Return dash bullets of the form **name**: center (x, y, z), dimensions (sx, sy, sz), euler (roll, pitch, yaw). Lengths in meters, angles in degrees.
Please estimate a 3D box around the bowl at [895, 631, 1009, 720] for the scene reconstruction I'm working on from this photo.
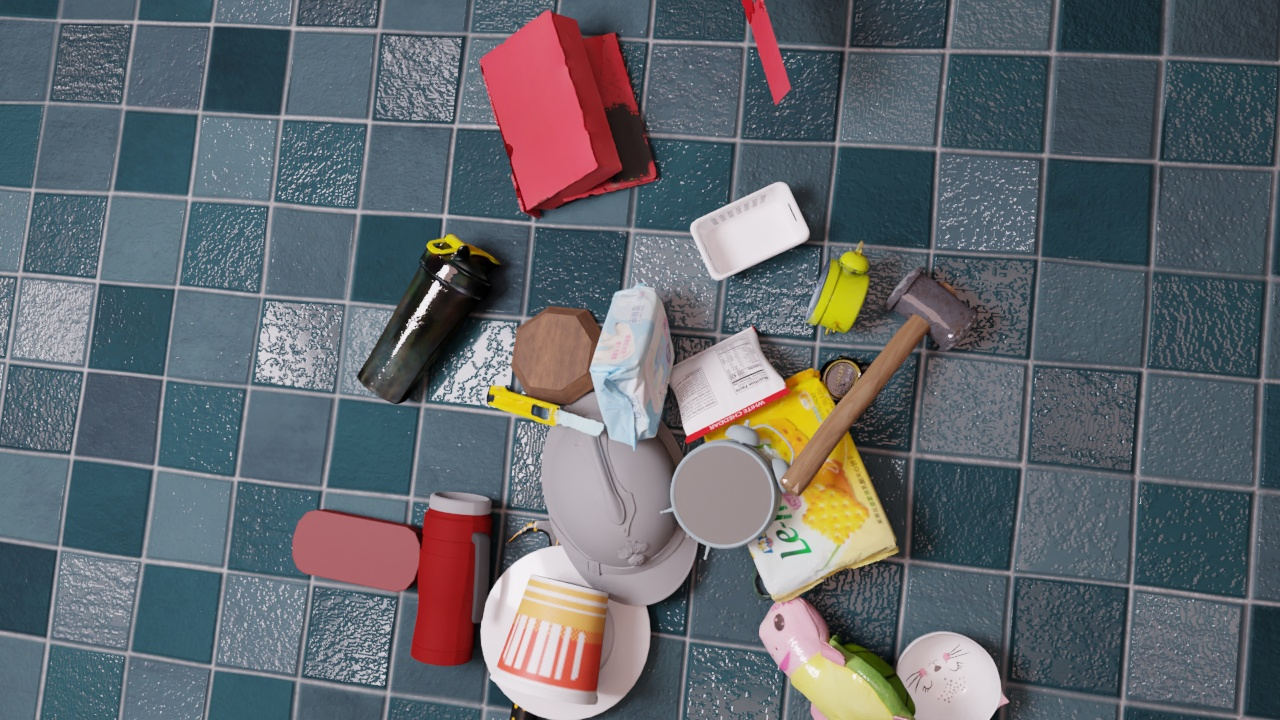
- **bowl**: center (0.349, 0.366, 1.055), dimensions (0.115, 0.050, 0.114), euler (-1, 85, 9)

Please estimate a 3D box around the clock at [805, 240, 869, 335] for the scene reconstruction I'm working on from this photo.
- **clock**: center (0.238, -0.089, 1.091), dimensions (0.057, 0.083, 0.119), euler (21, 92, 4)

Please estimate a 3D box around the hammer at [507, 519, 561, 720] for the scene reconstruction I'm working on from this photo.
- **hammer**: center (-0.131, 0.357, 1.142), dimensions (0.123, 0.036, 0.320), euler (11, 85, 9)

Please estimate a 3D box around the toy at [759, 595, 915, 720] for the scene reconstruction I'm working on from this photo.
- **toy**: center (0.231, 0.362, 1.029), dimensions (0.087, 0.190, 0.238), euler (-37, 50, -23)

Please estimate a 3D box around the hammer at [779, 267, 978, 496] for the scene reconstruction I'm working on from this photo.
- **hammer**: center (0.261, 0.025, 1.040), dimensions (0.098, 0.052, 0.327), euler (40, 70, 10)

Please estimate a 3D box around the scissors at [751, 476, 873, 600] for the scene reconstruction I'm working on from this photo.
- **scissors**: center (0.180, 0.178, 1.115), dimensions (0.202, 0.015, 0.204), euler (-41, 79, 4)

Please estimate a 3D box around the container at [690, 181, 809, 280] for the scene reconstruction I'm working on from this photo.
- **container**: center (0.135, -0.155, 1.129), dimensions (0.129, 0.049, 0.080), euler (-24, 82, 6)

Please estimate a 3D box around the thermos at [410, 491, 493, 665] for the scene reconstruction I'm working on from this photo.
- **thermos**: center (-0.226, 0.268, 1.129), dimensions (0.108, 0.083, 0.198), euler (6, 88, 46)

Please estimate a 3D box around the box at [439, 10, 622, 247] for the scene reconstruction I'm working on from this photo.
- **box**: center (-0.173, -0.270, 1.293), dimensions (0.171, 0.479, 0.214), euler (-15, 83, -16)

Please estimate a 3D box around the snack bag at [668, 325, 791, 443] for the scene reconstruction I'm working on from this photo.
- **snack bag**: center (0.096, 0.023, 1.091), dimensions (0.131, 0.144, 0.039), euler (-27, 125, 6)

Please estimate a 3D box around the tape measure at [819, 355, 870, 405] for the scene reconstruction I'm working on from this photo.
- **tape measure**: center (0.245, 0.026, 1.106), dimensions (0.061, 0.034, 0.061), euler (19, 88, 7)

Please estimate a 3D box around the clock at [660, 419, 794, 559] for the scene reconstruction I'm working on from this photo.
- **clock**: center (0.104, 0.141, 1.033), dimensions (0.122, 0.045, 0.159), euler (45, 99, 12)

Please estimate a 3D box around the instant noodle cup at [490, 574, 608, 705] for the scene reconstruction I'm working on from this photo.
- **instant noodle cup**: center (-0.096, 0.317, 1.054), dimensions (0.123, 0.123, 0.121), euler (11, 77, 9)

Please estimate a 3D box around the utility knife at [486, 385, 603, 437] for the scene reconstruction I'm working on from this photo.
- **utility knife**: center (-0.120, 0.060, 1.111), dimensions (0.225, 0.019, 0.030), euler (12, 102, 42)

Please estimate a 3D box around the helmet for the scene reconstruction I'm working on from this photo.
- **helmet**: center (-0.033, 0.153, 1.082), dimensions (0.183, 0.118, 0.271), euler (-20, 73, 2)

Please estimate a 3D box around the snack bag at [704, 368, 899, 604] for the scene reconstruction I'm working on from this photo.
- **snack bag**: center (0.182, 0.141, 1.074), dimensions (0.160, 0.068, 0.247), euler (-24, 80, 10)

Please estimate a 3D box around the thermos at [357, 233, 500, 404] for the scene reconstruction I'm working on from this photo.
- **thermos**: center (-0.272, -0.053, 1.165), dimensions (0.098, 0.098, 0.221), euler (36, 96, 10)

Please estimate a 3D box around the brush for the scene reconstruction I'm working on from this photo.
- **brush**: center (-0.357, 0.242, 1.180), dimensions (0.173, 0.042, 0.082), euler (9, 87, 9)

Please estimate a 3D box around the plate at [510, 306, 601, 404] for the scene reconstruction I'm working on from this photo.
- **plate**: center (-0.106, -0.009, 1.160), dimensions (0.131, 0.025, 0.131), euler (-2, 79, 12)

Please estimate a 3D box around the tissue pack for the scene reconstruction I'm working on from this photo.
- **tissue pack**: center (-0.006, 0.006, 1.066), dimensions (0.070, 0.181, 0.112), euler (-3, 128, 13)

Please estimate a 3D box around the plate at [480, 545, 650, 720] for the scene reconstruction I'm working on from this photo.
- **plate**: center (-0.092, 0.331, 1.116), dimensions (0.208, 0.015, 0.208), euler (0, 83, 4)
